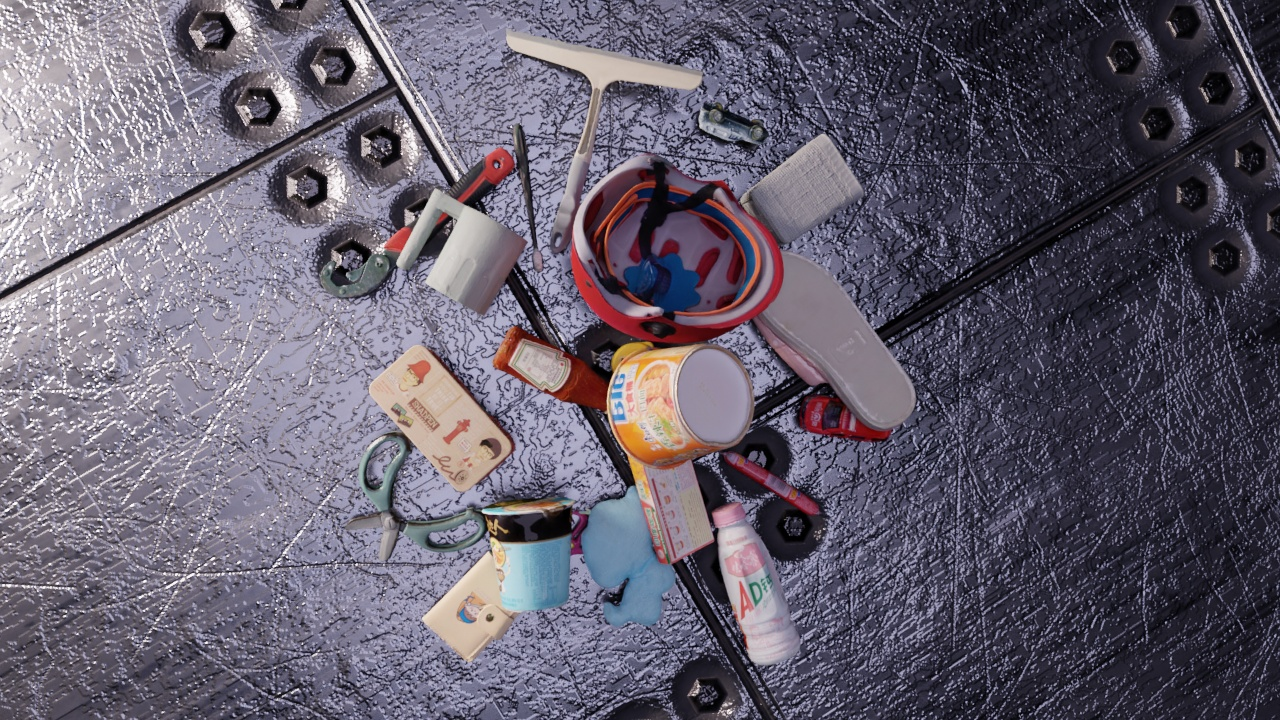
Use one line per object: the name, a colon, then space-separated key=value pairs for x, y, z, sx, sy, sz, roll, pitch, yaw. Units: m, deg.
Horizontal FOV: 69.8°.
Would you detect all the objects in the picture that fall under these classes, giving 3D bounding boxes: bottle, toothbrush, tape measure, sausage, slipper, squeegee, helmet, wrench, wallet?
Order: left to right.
wrench: x=-0.262 y=-0.162 z=1.098 sx=0.273 sy=0.016 sz=0.056 roll=-37 pitch=97 yaw=-4
wallet: x=-0.195 y=0.303 z=1.119 sx=0.087 sy=0.024 sz=0.115 roll=45 pitch=85 yaw=-6
toothbrush: x=-0.136 y=-0.198 z=1.114 sx=0.015 sy=0.018 sz=0.181 roll=-9 pitch=92 yaw=-4
bottle: x=-0.076 y=0.028 z=1.108 sx=0.206 sy=0.060 sz=0.059 roll=28 pitch=88 yaw=-10
squeegee: x=-0.070 y=-0.249 z=1.109 sx=0.246 sy=0.039 sz=0.246 roll=15 pitch=96 yaw=10
tape measure: x=-0.007 y=0.007 z=1.131 sx=0.057 sy=0.029 sz=0.060 roll=-5 pitch=92 yaw=-7
helmet: x=0.032 y=-0.107 z=1.068 sx=0.240 sy=0.144 sz=0.206 roll=26 pitch=64 yaw=-3
bottle: x=0.139 y=0.275 z=1.143 sx=0.068 sy=0.068 sz=0.197 roll=-18 pitch=90 yaw=-7
sausage: x=0.166 y=0.155 z=1.164 sx=0.156 sy=0.020 sz=0.020 roll=33 pitch=87 yaw=-7
slipper: x=0.233 y=-0.025 z=1.145 sx=0.114 sy=0.054 sz=0.274 roll=-42 pitch=86 yaw=-12

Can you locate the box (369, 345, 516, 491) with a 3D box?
box: x=-0.229 y=0.067 z=1.086 sx=0.091 sy=0.079 sz=0.168 roll=-42 pitch=90 yaw=-3

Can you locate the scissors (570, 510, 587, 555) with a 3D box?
scissors: x=-0.109 y=0.243 z=1.134 sx=0.135 sy=0.017 sz=0.063 roll=-42 pitch=100 yaw=-1

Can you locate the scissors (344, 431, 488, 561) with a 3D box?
scissors: x=-0.263 y=0.167 z=1.094 sx=0.170 sy=0.019 sz=0.174 roll=7 pitch=105 yaw=-10

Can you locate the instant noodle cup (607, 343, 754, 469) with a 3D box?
instant noodle cup: x=0.053 y=0.048 z=1.069 sx=0.151 sy=0.112 sz=0.151 roll=8 pitch=76 yaw=-35

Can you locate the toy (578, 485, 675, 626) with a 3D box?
toy: x=-0.018 y=0.239 z=1.125 sx=0.156 sy=0.050 sz=0.161 roll=33 pitch=74 yaw=-22

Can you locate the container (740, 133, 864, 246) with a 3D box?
container: x=0.193 y=-0.202 z=1.121 sx=0.114 sy=0.090 sz=0.090 roll=-36 pitch=96 yaw=-2

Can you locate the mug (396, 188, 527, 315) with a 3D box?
mug: x=-0.210 y=-0.126 z=1.074 sx=0.124 sy=0.083 sz=0.103 roll=29 pitch=90 yaw=-4

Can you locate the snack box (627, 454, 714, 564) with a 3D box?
snack box: x=0.037 y=0.162 z=1.126 sx=0.076 sy=0.027 sz=0.156 roll=-19 pitch=95 yaw=-38

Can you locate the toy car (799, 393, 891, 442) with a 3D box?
toy car: x=0.262 y=0.074 z=1.161 sx=0.120 sy=0.045 sz=0.053 roll=8 pitch=89 yaw=-6

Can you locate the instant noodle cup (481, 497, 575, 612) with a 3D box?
instant noodle cup: x=-0.127 y=0.229 z=1.080 sx=0.111 sy=0.111 sz=0.120 roll=-4 pitch=89 yaw=-8

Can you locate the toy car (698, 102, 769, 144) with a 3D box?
toy car: x=0.114 y=-0.289 z=1.131 sx=0.090 sy=0.042 sz=0.034 roll=19 pitch=116 yaw=-5
